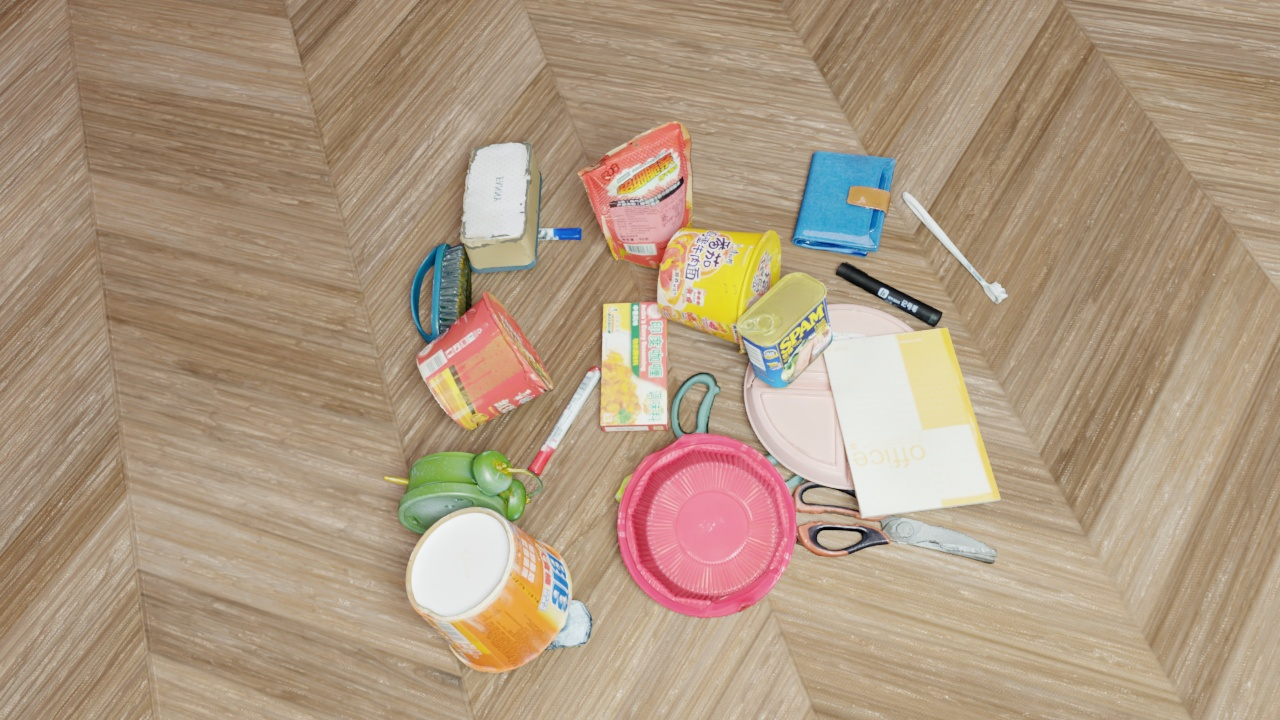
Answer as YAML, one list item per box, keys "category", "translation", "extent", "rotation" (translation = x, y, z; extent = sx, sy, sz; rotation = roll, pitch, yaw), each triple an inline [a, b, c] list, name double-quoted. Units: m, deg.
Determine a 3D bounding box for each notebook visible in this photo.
- category: "notebook"
  translation: [0.285, 0.062, 0.984]
  extent: [0.146, 0.010, 0.206]
  rotation: [-7, 62, 0]

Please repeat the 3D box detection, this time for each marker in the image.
- category: "marker"
  translation: [-0.086, 0.069, 1.067]
  extent: [0.017, 0.017, 0.145]
  rotation: [26, 73, 17]
- category: "marker"
  translation: [0.292, -0.079, 1.080]
  extent: [0.132, 0.020, 0.022]
  rotation: [31, 45, 19]
- category: "marker"
  translation: [-0.147, -0.161, 1.172]
  extent: [0.146, 0.017, 0.016]
  rotation: [1, 67, 8]

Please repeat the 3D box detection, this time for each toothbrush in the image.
- category: "toothbrush"
  translation: [0.373, -0.139, 1.096]
  extent: [0.016, 0.016, 0.180]
  rotation: [-29, 67, -14]

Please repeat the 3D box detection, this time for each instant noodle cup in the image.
- category: "instant noodle cup"
  translation: [0.071, 0.171, 0.950]
  extent: [0.194, 0.066, 0.193]
  rotation: [0, 82, 0]
- category: "instant noodle cup"
  translation: [0.089, -0.090, 1.054]
  extent: [0.110, 0.138, 0.137]
  rotation: [13, 69, 21]
- category: "instant noodle cup"
  translation: [-0.159, 0.227, 0.937]
  extent: [0.151, 0.111, 0.151]
  rotation: [-12, 51, 16]
- category: "instant noodle cup"
  translation: [-0.182, 0.005, 1.048]
  extent: [0.108, 0.138, 0.138]
  rotation: [-33, 67, 2]

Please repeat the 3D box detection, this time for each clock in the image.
- category: "clock"
  translation: [-0.186, 0.144, 0.997]
  extent: [0.161, 0.116, 0.056]
  rotation: [-8, 56, 7]

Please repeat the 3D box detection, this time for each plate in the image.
- category: "plate"
  translation: [0.231, 0.032, 1.025]
  extent: [0.229, 0.028, 0.229]
  rotation: [-2, 62, 3]

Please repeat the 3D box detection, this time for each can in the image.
- category: "can"
  translation: [0.160, -0.031, 0.993]
  extent: [0.102, 0.083, 0.057]
  rotation: [-43, 50, -15]

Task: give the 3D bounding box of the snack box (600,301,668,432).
- category: "snack box"
  translation: [-0.006, 0.006, 1.078]
  extent: [0.077, 0.027, 0.155]
  rotation: [-2, 67, 5]

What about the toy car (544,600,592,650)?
- category: "toy car"
  translation: [-0.103, 0.283, 0.972]
  extent: [0.105, 0.031, 0.049]
  rotation: [-9, 67, 2]

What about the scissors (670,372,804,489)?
- category: "scissors"
  translation: [0.109, 0.088, 1.034]
  extent: [0.170, 0.019, 0.174]
  rotation: [-6, 66, 3]

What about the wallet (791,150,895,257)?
- category: "wallet"
  translation: [0.251, -0.194, 1.124]
  extent: [0.106, 0.040, 0.132]
  rotation: [11, 70, 16]

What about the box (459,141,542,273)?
- category: "box"
  translation: [-0.172, -0.189, 1.147]
  extent: [0.090, 0.064, 0.184]
  rotation: [-3, 58, 7]

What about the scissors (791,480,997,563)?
- category: "scissors"
  translation: [0.262, 0.192, 0.972]
  extent: [0.182, 0.015, 0.209]
  rotation: [-37, 67, -10]

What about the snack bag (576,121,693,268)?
- category: "snack bag"
  translation: [0.004, -0.186, 1.059]
  extent: [0.128, 0.208, 0.073]
  rotation: [-22, 65, -1]

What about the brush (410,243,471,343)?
- category: "brush"
  translation: [-0.246, -0.078, 1.129]
  extent: [0.073, 0.055, 0.143]
  rotation: [-3, 68, 5]

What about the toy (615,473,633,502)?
- category: "toy"
  translation: [0.027, 0.143, 1.003]
  extent: [0.097, 0.031, 0.100]
  rotation: [24, 83, 17]
